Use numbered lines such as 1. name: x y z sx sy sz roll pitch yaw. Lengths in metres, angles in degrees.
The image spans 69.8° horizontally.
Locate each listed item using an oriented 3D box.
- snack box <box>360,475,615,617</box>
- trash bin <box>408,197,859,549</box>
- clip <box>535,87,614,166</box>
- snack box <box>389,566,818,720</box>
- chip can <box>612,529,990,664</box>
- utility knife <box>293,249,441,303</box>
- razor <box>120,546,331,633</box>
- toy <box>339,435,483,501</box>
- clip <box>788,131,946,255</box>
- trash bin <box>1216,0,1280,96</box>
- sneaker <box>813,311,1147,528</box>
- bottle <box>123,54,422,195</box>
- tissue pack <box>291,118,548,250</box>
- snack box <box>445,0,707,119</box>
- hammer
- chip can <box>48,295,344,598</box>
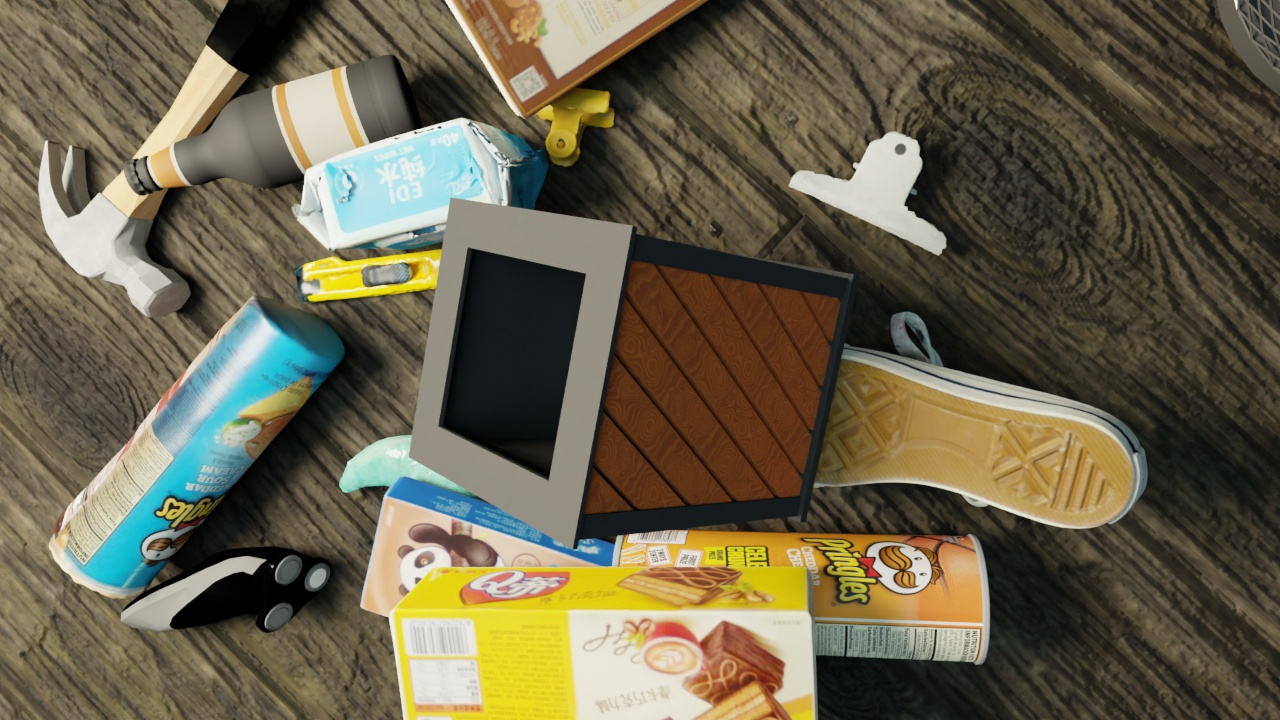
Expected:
1. snack box: -0.098 0.140 0.594 0.151 0.034 0.087 18 110 1
2. trash bin: -0.003 0.003 0.493 0.140 0.171 0.140 17 99 45
3. clip: -0.045 -0.150 0.588 0.054 0.044 0.049 10 115 7
4. snack box: -0.017 0.179 0.518 0.230 0.061 0.110 -3 101 10
5. chip can: 0.094 0.142 0.563 0.215 0.075 0.075 -1 95 10
6. utility knife: -0.152 -0.062 0.621 0.179 0.017 0.030 -6 103 7
7. razor: -0.298 0.164 0.646 0.156 0.057 0.060 -9 65 18
8. toy: -0.149 0.092 0.624 0.105 0.033 0.085 46 110 0
9. clip: 0.149 -0.110 0.566 0.102 0.050 0.058 27 92 6
10. trash bin: 0.403 -0.217 0.400 0.218 0.227 0.218 1 95 10
11. sneaker: 0.164 0.034 0.539 0.241 0.087 0.118 12 110 30
12. bottle: -0.234 -0.141 0.583 0.181 0.059 0.059 -17 92 -3
13. tissue pack: -0.130 -0.105 0.572 0.144 0.092 0.061 -14 95 11
14. snack box: -0.045 -0.236 0.516 0.147 0.143 0.041 -34 44 0
15. hammer: -0.287 -0.191 0.621 0.131 0.039 0.328 41 100 5
16. chip can: -0.301 0.055 0.624 0.080 0.079 0.230 44 99 4
